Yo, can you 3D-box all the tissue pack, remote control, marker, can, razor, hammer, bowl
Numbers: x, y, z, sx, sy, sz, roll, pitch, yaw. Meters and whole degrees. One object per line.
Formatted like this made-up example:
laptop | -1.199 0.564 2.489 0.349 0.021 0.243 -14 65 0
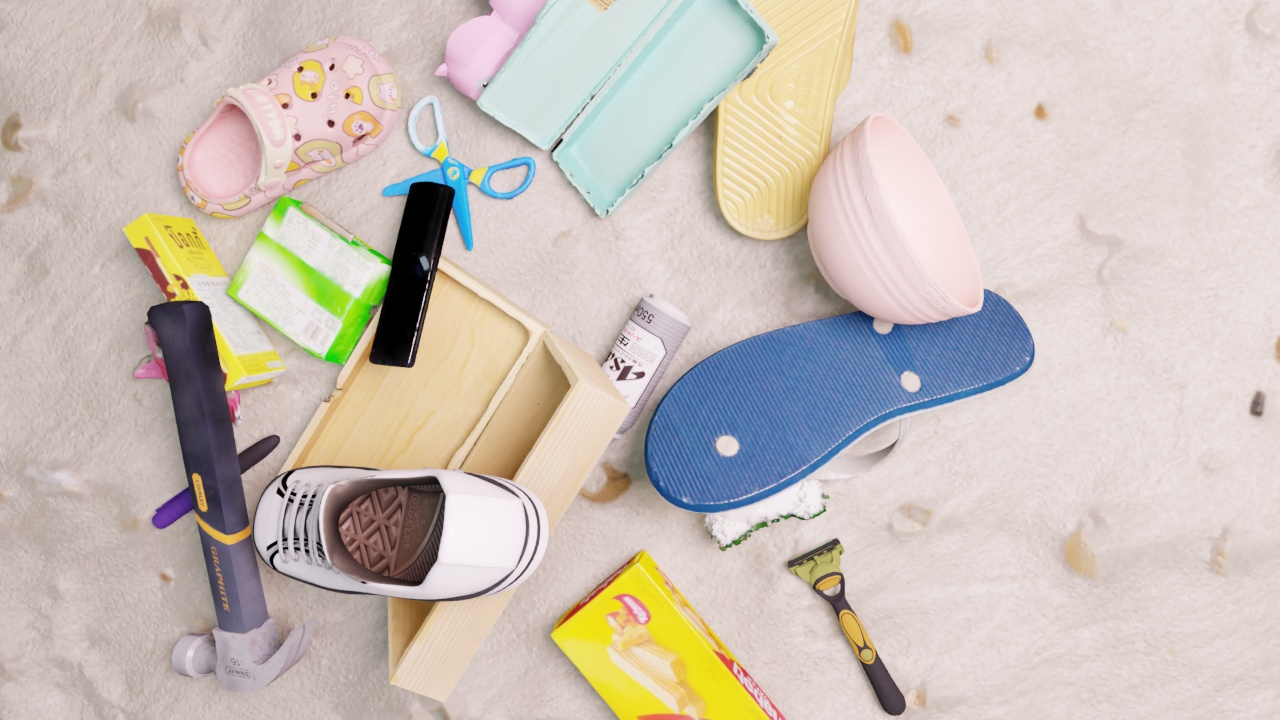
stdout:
tissue pack | -0.258 -0.065 0.722 0.114 0.034 0.099 34 97 9
remote control | -0.173 -0.064 0.685 0.045 0.021 0.140 4 80 36
marker | -0.351 0.099 0.759 0.134 0.015 0.018 -34 61 8
can | -0.004 0.004 0.695 0.044 0.044 0.107 31 97 4
razor | 0.165 0.207 0.701 0.044 0.021 0.144 -28 92 8
hammer | -0.329 0.109 0.706 0.139 0.035 0.313 0 103 24
bowl | 0.164 -0.085 0.628 0.076 0.152 0.153 -27 90 34

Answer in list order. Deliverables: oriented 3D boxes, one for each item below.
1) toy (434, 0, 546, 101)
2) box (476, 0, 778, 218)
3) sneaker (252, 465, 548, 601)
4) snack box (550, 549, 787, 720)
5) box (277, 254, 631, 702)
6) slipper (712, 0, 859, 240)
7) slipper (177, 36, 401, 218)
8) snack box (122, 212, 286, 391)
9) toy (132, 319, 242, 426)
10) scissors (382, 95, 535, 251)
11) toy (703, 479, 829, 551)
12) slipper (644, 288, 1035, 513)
toy | -0.100 -0.276 0.677 0.158 0.067 0.123 -40 87 12
box | -0.014 -0.203 0.640 0.138 0.055 0.187 44 125 -10
sneaker | -0.185 0.109 0.596 0.246 0.097 0.091 0 77 33
snack box | 0.030 0.254 0.709 0.092 0.042 0.200 -40 88 9
box | -0.144 0.075 0.695 0.252 0.118 0.248 37 97 29
slipper | 0.101 -0.219 0.653 0.099 0.078 0.264 7 112 9
slipper | -0.281 -0.181 0.699 0.197 0.081 0.093 -26 89 10
snack box | -0.342 -0.046 0.725 0.026 0.061 0.149 -32 89 9
toy | -0.355 0.009 0.742 0.102 0.050 0.066 36 133 0
scissors | -0.144 -0.148 0.717 0.125 0.013 0.127 -13 88 7
toy | 0.083 0.079 0.692 0.096 0.041 0.109 -19 78 8
slipper | 0.139 0.025 0.662 0.294 0.060 0.118 -20 66 -6
